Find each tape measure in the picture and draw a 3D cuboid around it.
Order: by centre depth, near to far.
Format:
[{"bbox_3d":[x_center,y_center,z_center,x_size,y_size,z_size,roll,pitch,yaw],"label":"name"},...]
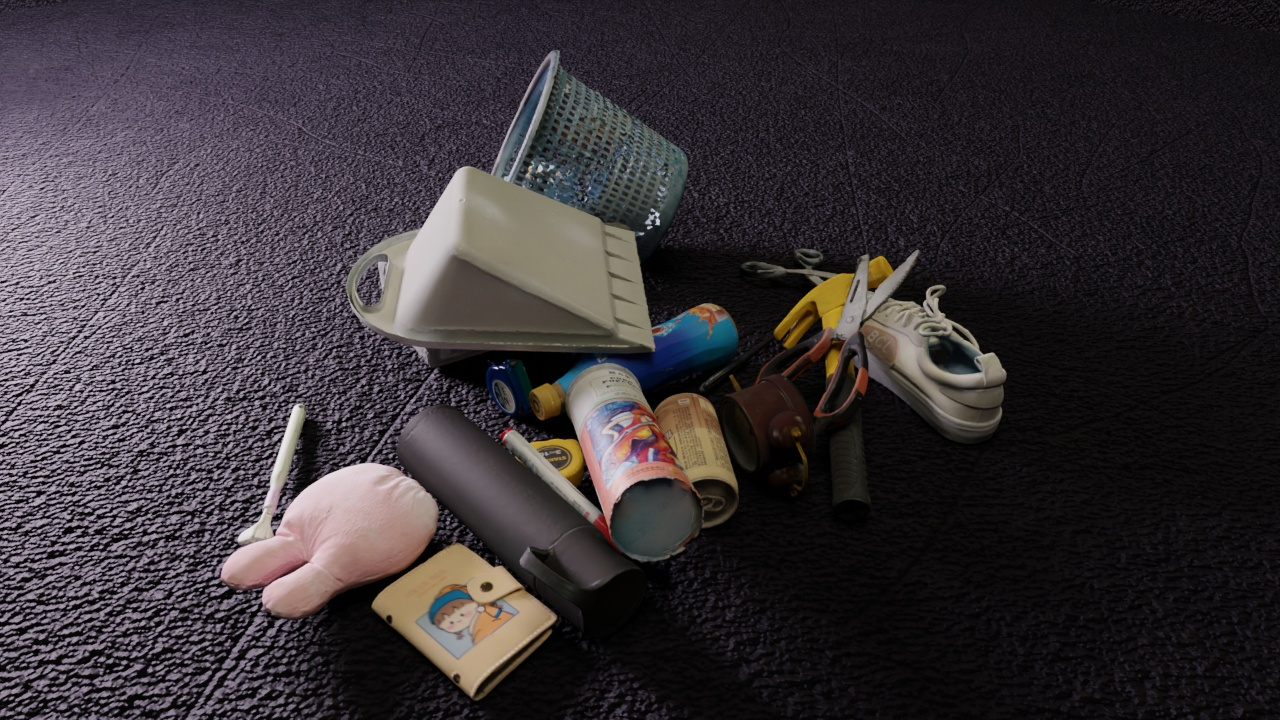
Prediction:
[{"bbox_3d":[-0.077,0.093,0.783,0.060,0.029,0.057,-8,34,-12],"label":"tape measure"},{"bbox_3d":[-0.121,0.024,0.861,0.025,0.058,0.055,-29,22,-33],"label":"tape measure"}]

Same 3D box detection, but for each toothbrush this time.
[{"bbox_3d":[-0.310,0.095,0.790,0.029,0.020,0.189,23,27,-22],"label":"toothbrush"},{"bbox_3d":[0.117,-0.006,0.944,0.018,0.016,0.180,34,45,27],"label":"toothbrush"}]

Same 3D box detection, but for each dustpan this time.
[{"bbox_3d":[-0.141,-0.076,0.909,0.257,0.143,0.222,24,32,-24],"label":"dustpan"}]

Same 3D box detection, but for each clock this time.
[{"bbox_3d":[0.113,0.064,0.781,0.055,0.082,0.122,-17,37,-17],"label":"clock"}]

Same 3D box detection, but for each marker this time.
[{"bbox_3d":[-0.060,0.105,0.738,0.145,0.017,0.017,40,48,21],"label":"marker"}]

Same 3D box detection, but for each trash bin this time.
[{"bbox_3d":[-0.060,-0.213,1.072,0.195,0.227,0.226,22,30,-17],"label":"trash bin"}]

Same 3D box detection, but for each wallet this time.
[{"bbox_3d":[-0.124,0.182,0.659,0.115,0.024,0.087,26,47,34],"label":"wallet"}]

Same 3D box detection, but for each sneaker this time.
[{"bbox_3d":[0.269,-0.023,0.904,0.089,0.091,0.242,-10,35,-17],"label":"sneaker"}]

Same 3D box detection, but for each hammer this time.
[{"bbox_3d":[0.186,0.021,0.851,0.129,0.033,0.299,-29,33,29],"label":"hammer"}]

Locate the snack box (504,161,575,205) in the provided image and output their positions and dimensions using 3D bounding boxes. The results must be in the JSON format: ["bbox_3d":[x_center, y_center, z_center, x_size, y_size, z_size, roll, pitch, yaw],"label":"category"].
[{"bbox_3d":[-0.167,-0.210,1.212,0.074,0.052,0.174,24,40,30],"label":"snack box"}]

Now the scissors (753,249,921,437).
[{"bbox_3d":[0.184,-0.018,0.852,0.227,0.015,0.188,-38,29,13],"label":"scissors"}]

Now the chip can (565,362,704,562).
[{"bbox_3d":[-0.011,0.074,0.731,0.071,0.071,0.214,-7,23,-10],"label":"chip can"}]

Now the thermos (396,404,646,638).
[{"bbox_3d":[-0.103,0.113,0.703,0.243,0.090,0.068,31,87,38],"label":"thermos"}]

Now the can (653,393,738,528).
[{"bbox_3d":[0.045,0.082,0.774,0.058,0.059,0.116,-3,34,-5],"label":"can"}]

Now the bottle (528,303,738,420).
[{"bbox_3d":[-0.005,0.005,0.881,0.218,0.065,0.065,-22,40,-30],"label":"bottle"}]

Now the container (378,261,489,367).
[{"bbox_3d":[-0.207,-0.060,0.958,0.090,0.090,0.114,-19,41,-26],"label":"container"}]

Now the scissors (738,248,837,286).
[{"bbox_3d":[0.191,-0.102,1.059,0.159,0.014,0.180,-2,21,13],"label":"scissors"}]

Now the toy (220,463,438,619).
[{"bbox_3d":[-0.232,0.134,0.696,0.121,0.054,0.159,21,36,30],"label":"toy"}]
